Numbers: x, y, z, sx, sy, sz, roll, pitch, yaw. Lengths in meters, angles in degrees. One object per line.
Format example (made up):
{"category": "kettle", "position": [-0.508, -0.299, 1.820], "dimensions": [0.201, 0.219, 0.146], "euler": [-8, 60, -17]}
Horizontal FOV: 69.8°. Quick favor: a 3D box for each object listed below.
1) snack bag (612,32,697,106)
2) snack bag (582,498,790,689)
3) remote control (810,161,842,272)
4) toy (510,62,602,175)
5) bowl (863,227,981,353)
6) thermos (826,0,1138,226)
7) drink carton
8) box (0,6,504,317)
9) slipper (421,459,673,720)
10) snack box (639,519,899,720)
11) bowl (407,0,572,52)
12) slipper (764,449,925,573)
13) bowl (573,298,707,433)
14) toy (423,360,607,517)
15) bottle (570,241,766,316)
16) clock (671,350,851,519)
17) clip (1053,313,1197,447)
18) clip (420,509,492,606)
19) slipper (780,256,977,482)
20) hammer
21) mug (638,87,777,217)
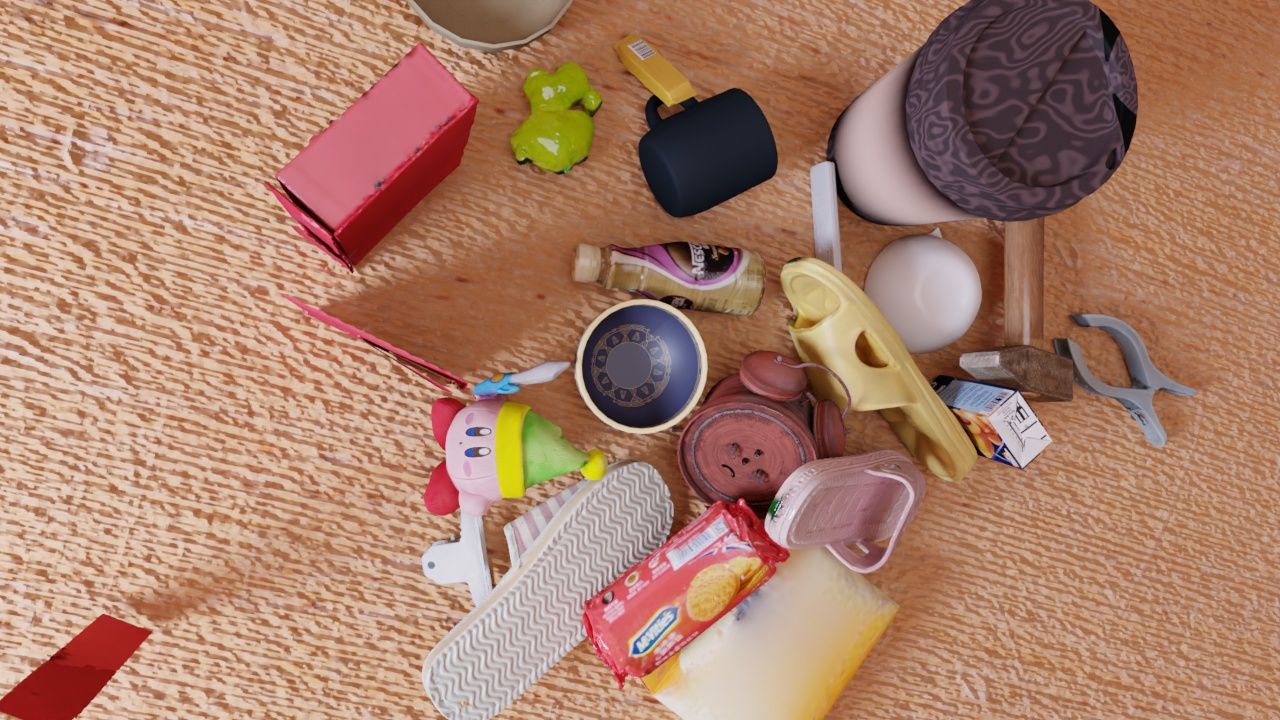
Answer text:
{"category": "snack bag", "position": [0.012, -0.251, 0.793], "dimensions": [0.026, 0.020, 0.099], "euler": [-33, 61, -13]}
{"category": "snack bag", "position": [0.033, 0.185, 0.753], "dimensions": [0.176, 0.082, 0.082], "euler": [-37, 99, -3]}
{"category": "remote control", "position": [0.173, -0.116, 0.847], "dimensions": [0.012, 0.033, 0.131], "euler": [-5, 92, -18]}
{"category": "toy", "position": [-0.072, -0.206, 0.787], "dimensions": [0.094, 0.036, 0.093], "euler": [-21, 91, -19]}
{"category": "bowl", "position": [0.274, -0.064, 0.862], "dimensions": [0.114, 0.051, 0.114], "euler": [0, 91, -13]}
{"category": "thermos", "position": [0.263, -0.191, 0.767], "dimensions": [0.172, 0.226, 0.172], "euler": [0, 91, -14]}
{"category": "drink carton", "position": [0.306, 0.054, 0.833], "dimensions": [0.040, 0.130, 0.064], "euler": [-39, 101, -6]}
{"category": "box", "position": [-0.283, -0.186, 0.650], "dimensions": [0.351, 0.217, 0.197], "euler": [41, 81, -10]}
{"category": "slipper", "position": [-0.078, 0.186, 0.774], "dimensions": [0.262, 0.052, 0.115], "euler": [-44, 116, -22]}
{"category": "snack box", "position": [0.115, 0.250, 0.814], "dimensions": [0.145, 0.081, 0.195], "euler": [40, 82, -10]}
{"category": "bowl", "position": [-0.129, -0.328, 0.763], "dimensions": [0.152, 0.050, 0.152], "euler": [0, 91, -13]}
{"category": "slipper", "position": [0.193, 0.129, 0.774], "dimensions": [0.239, 0.064, 0.094], "euler": [10, 109, -51]}
{"category": "bowl", "position": [-0.005, 0.005, 0.792], "dimensions": [0.112, 0.061, 0.112], "euler": [0, 91, -13]}
{"category": "toy", "position": [-0.102, 0.068, 0.748], "dimensions": [0.132, 0.097, 0.124], "euler": [-8, 66, 21]}
{"category": "bottle", "position": [0.023, -0.076, 0.799], "dimensions": [0.166, 0.060, 0.059], "euler": [6, 89, -11]}
{"category": "clock", "position": [0.107, 0.060, 0.781], "dimensions": [0.120, 0.072, 0.158], "euler": [46, 121, -10]}
{"category": "clip", "position": [0.499, -0.001, 0.929], "dimensions": [0.163, 0.028, 0.112], "euler": [39, 84, -12]}
{"category": "clip", "position": [-0.152, 0.169, 0.774], "dimensions": [0.056, 0.056, 0.102], "euler": [-10, 92, -37]}
{"category": "slipper", "position": [0.199, 0.022, 0.825], "dimensions": [0.078, 0.099, 0.263], "euler": [-44, 104, -8]}
{"category": "hammer", "position": [0.359, -0.116, 0.869], "dimensions": [0.157, 0.037, 0.300], "euler": [10, 79, -42]}
{"category": "mug", "position": [0.047, -0.190, 0.798], "dimensions": [0.094, 0.085, 0.121], "euler": [-28, 69, -12]}
